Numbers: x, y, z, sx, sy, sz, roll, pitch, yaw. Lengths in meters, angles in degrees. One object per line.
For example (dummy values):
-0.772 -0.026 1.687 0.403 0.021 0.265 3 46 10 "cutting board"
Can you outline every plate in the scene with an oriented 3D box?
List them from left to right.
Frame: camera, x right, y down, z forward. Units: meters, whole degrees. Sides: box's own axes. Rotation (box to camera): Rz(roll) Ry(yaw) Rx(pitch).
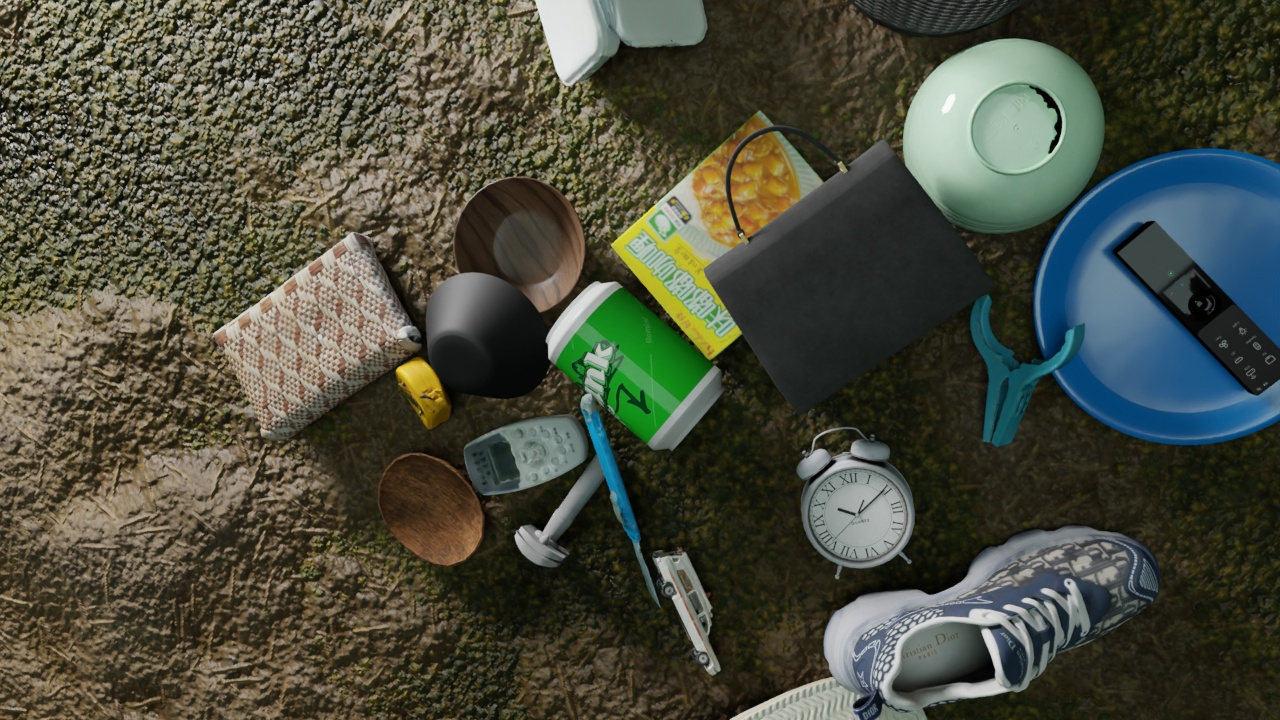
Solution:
0.420 -0.047 0.706 0.224 0.024 0.224 2 98 12 "plate"

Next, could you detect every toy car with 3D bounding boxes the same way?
0.046 0.220 0.815 0.039 0.039 0.113 -27 92 -8 "toy car"

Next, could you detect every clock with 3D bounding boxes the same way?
0.179 0.116 0.772 0.095 0.035 0.122 -15 95 13 "clock"

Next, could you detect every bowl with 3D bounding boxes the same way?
-0.189 0.135 0.855 0.114 0.026 0.102 39 113 7 "bowl"
-0.145 -0.009 0.793 0.124 0.052 0.124 10 120 17 "bowl"
-0.102 -0.099 0.805 0.119 0.032 0.119 2 98 12 "bowl"
0.278 -0.172 0.694 0.151 0.077 0.151 2 98 12 "bowl"

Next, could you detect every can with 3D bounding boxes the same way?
-0.005 0.004 0.770 0.140 0.087 0.088 41 103 4 "can"

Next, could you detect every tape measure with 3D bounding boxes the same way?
-0.196 0.027 0.825 0.030 0.068 0.059 -35 83 -22 "tape measure"

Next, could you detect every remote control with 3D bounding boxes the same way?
-0.103 0.084 0.831 0.114 0.028 0.060 -16 93 14 "remote control"
0.420 -0.039 0.686 0.034 0.013 0.150 -44 87 14 "remote control"

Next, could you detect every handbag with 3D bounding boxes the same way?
-0.298 -0.019 0.851 0.186 0.047 0.124 -32 82 14 "handbag"
0.135 -0.090 0.704 0.176 0.072 0.196 -35 109 14 "handbag"

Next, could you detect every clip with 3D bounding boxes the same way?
0.289 -0.005 0.730 0.120 0.033 0.123 54 135 19 "clip"

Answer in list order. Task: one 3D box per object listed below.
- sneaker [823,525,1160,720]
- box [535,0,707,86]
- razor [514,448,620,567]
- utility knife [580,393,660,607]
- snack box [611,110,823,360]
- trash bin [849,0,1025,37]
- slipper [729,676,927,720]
0.280 0.212 0.708 0.269 0.132 0.103 -20 91 5 "sneaker"
-0.036 -0.341 0.758 0.129 0.105 0.210 -12 92 -28 "box"
-0.059 0.126 0.813 0.047 0.088 0.116 36 83 5 "razor"
-0.016 0.124 0.795 0.015 0.031 0.220 -27 112 -19 "utility knife"
0.080 -0.103 0.769 0.168 0.027 0.132 -41 88 14 "snack box"
0.214 -0.335 0.607 0.218 0.227 0.218 2 97 12 "trash bin"
0.122 0.352 0.801 0.263 0.052 0.115 -20 82 1 "slipper"
